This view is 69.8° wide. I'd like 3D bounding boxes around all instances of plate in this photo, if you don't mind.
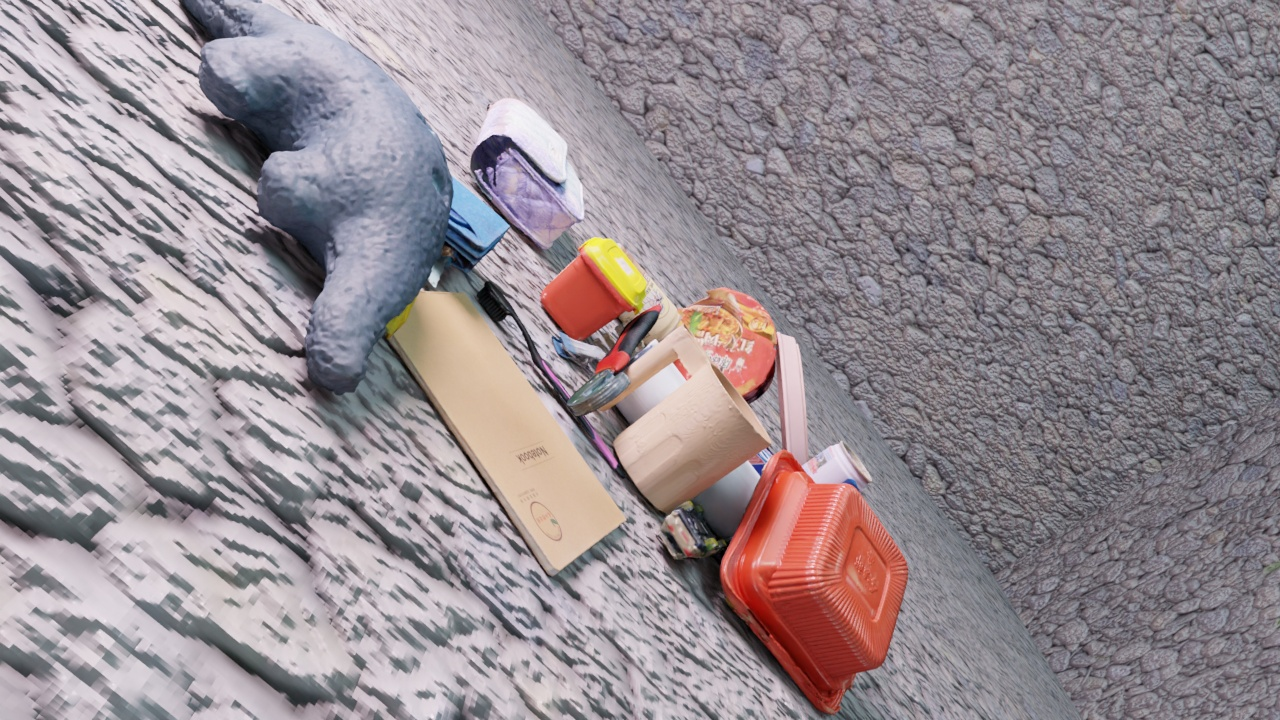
[{"bbox_3d":[0.187,0.078,1.127,0.229,0.028,0.229,-3,89,-82],"label":"plate"}]

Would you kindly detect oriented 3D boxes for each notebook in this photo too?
[{"bbox_3d":[-0.091,0.036,0.604,0.207,0.008,0.147,54,13,7],"label":"notebook"}]

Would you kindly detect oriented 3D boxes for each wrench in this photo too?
[{"bbox_3d":[-0.016,-0.007,0.787,0.016,0.056,0.272,57,17,-10],"label":"wrench"}]

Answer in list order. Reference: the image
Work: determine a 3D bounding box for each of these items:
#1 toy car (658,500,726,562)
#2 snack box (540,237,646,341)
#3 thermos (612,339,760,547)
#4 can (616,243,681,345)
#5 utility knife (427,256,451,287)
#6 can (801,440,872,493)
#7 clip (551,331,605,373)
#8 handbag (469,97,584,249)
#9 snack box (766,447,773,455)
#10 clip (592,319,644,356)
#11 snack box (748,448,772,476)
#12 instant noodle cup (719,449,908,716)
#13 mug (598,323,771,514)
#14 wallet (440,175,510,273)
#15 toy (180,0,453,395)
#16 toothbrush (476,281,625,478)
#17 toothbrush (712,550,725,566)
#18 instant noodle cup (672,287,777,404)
[{"bbox_3d":[0.041,0.137,0.724,0.042,0.035,0.090,59,8,17],"label":"toy car"},{"bbox_3d":[-0.044,-0.064,0.864,0.082,0.080,0.091,50,13,-5],"label":"snack box"},{"bbox_3d":[0.057,0.088,0.833,0.224,0.073,0.073,52,13,-2],"label":"thermos"},{"bbox_3d":[-0.010,-0.075,1.053,0.116,0.058,0.058,48,14,-18],"label":"can"},{"bbox_3d":[-0.154,-0.100,0.725,0.034,0.018,0.198,47,16,-23],"label":"utility knife"},{"bbox_3d":[0.159,0.137,0.904,0.053,0.135,0.053,48,15,-17],"label":"can"},{"bbox_3d":[-0.054,-0.007,0.816,0.057,0.031,0.025,31,23,-46],"label":"clip"},{"bbox_3d":[-0.120,-0.209,0.995,0.134,0.076,0.193,46,14,-24],"label":"handbag"},{"bbox_3d":[0.124,0.106,1.102,0.084,0.026,0.157,56,14,14],"label":"snack box"},{"bbox_3d":[-0.006,0.002,0.923,0.103,0.035,0.092,51,14,-25],"label":"clip"},{"bbox_3d":[0.149,0.154,1.000,0.207,0.058,0.057,44,13,-31],"label":"snack box"},{"bbox_3d":[0.159,0.185,0.775,0.189,0.079,0.164,53,44,-21],"label":"instant noodle cup"},{"bbox_3d":[0.031,0.049,0.758,0.124,0.103,0.084,55,9,13],"label":"mug"},{"bbox_3d":[-0.162,-0.127,0.686,0.133,0.040,0.106,39,17,-9],"label":"wallet"},{"bbox_3d":[-0.187,-0.126,0.555,0.137,0.092,0.356,-5,53,-41],"label":"toy"},{"bbox_3d":[-0.069,0.018,0.721,0.189,0.018,0.014,55,14,-4],"label":"toothbrush"},{"bbox_3d":[0.095,0.198,0.796,0.189,0.014,0.016,49,6,-11],"label":"toothbrush"},{"bbox_3d":[0.105,-0.004,1.116,0.138,0.138,0.108,58,6,21],"label":"instant noodle cup"}]
